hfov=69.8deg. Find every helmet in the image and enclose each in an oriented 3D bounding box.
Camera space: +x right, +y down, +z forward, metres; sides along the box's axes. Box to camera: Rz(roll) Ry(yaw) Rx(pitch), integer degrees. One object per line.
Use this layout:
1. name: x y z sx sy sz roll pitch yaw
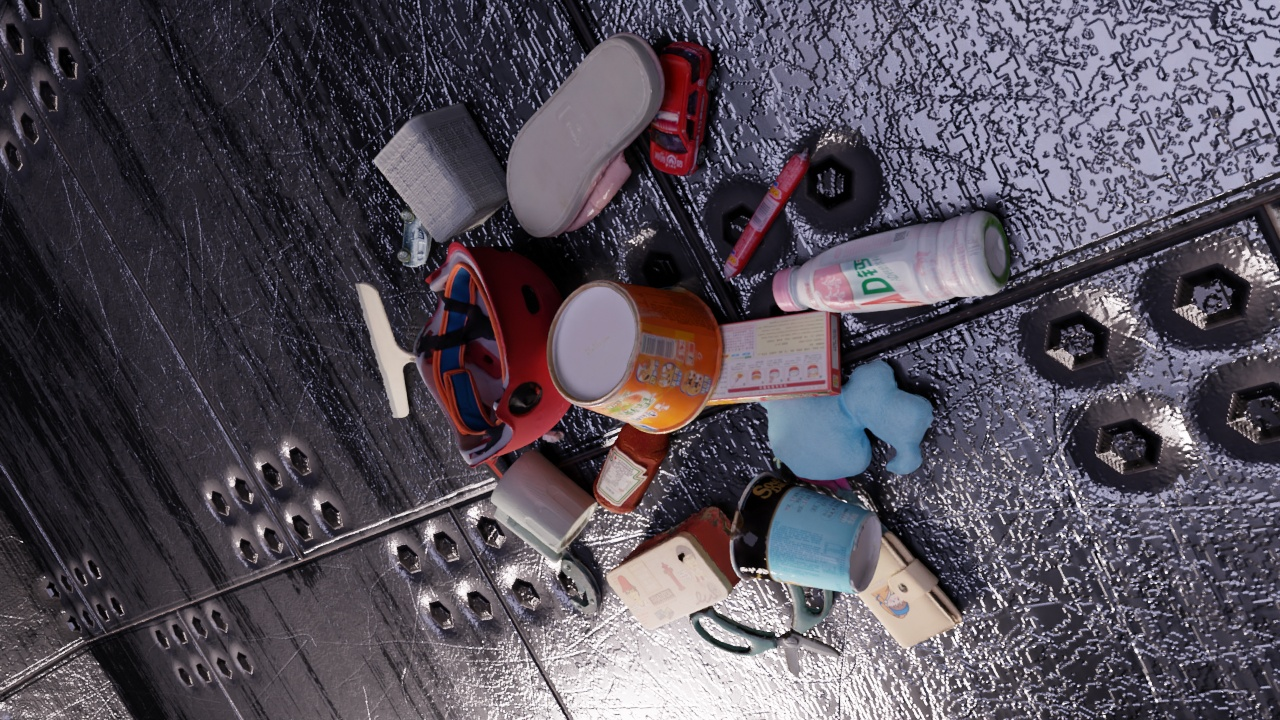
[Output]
1. helmet: -0.139 -0.019 0.986 0.207 0.143 0.241 54 140 34

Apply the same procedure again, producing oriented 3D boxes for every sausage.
1. sausage: 0.114 -0.132 0.846 0.020 0.020 0.156 41 128 12

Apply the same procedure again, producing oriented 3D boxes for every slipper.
1. slipper: -0.054 -0.213 0.896 0.114 0.054 0.275 58 141 7

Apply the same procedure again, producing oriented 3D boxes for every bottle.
1. bottle: 0.205 -0.076 0.781 0.197 0.068 0.068 -8 107 41
2. bottle: 0.008 0.081 0.996 0.060 0.059 0.207 37 125 15

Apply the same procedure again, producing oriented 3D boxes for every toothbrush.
1. toothbrush: -0.169 0.088 1.150 0.181 0.018 0.016 3 116 35

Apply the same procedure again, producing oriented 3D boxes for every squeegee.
1. squeegee: -0.222 0.023 1.141 0.247 0.039 0.247 21 140 19

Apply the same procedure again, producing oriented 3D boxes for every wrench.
1. wrench: -0.132 0.210 1.182 0.056 0.016 0.273 -33 92 40

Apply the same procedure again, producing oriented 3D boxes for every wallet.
1. wallet: 0.257 0.228 0.915 0.115 0.024 0.088 51 131 5

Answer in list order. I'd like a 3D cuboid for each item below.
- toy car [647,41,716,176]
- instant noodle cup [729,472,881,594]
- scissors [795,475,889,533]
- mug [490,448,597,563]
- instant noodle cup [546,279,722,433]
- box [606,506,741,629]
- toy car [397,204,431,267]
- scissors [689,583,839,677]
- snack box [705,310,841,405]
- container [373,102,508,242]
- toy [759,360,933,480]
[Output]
1. toy car: 0.034 -0.228 0.840 0.053 0.045 0.121 21 124 27
2. instant noodle cup: 0.165 0.175 0.895 0.121 0.111 0.111 9 116 35
3. scissors: 0.204 0.136 0.915 0.135 0.017 0.063 50 126 0
4. mug: -0.122 0.183 1.121 0.103 0.083 0.124 36 131 13
5. instant noodle cup: -0.012 -0.009 0.894 0.152 0.111 0.151 -9 76 39
6. box: 0.047 0.230 1.036 0.091 0.079 0.169 52 136 1
7. toy car: -0.265 -0.153 1.085 0.034 0.042 0.091 13 125 -2
8. scissors: 0.138 0.273 1.005 0.174 0.019 0.170 11 116 14
9. snack box: 0.115 0.000 0.880 0.156 0.027 0.077 -7 77 37
10. container: -0.208 -0.200 0.993 0.090 0.090 0.114 -31 95 40
11. toy: 0.185 0.062 0.866 0.161 0.049 0.156 47 116 24
